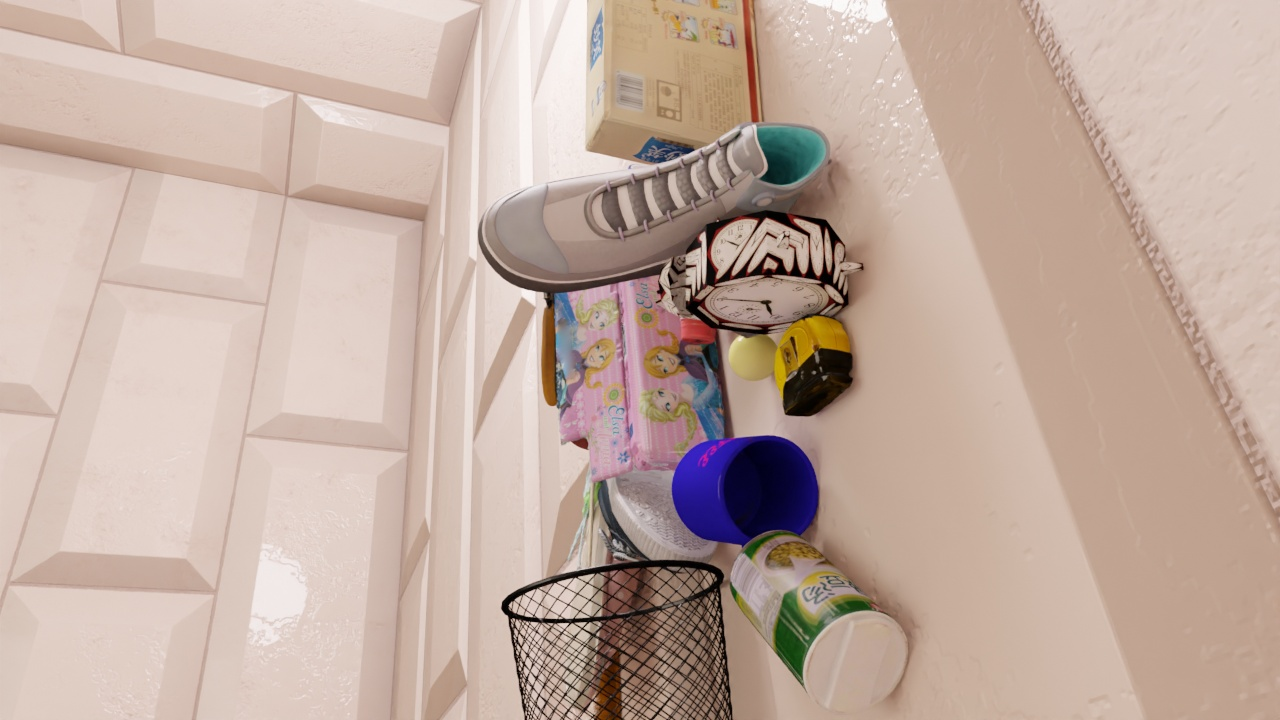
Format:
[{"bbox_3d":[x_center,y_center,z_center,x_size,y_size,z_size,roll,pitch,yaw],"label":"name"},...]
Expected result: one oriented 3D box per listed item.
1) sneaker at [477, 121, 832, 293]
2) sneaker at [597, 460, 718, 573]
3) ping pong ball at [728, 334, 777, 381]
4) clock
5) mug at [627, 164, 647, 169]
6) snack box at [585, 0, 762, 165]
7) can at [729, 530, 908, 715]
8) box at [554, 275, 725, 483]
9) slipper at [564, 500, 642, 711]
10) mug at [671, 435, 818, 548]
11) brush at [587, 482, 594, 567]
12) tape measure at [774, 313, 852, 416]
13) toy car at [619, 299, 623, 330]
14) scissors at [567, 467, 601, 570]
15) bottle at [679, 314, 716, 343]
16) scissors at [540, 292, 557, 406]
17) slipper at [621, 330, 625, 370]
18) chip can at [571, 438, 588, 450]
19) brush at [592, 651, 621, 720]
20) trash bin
[{"bbox_3d":[0.013,-0.124,0.690,0.161,0.256,0.093,144,113,-64],"label":"sneaker"},{"bbox_3d":[0.003,0.149,0.850,0.235,0.089,0.087,-125,48,-72],"label":"sneaker"},{"bbox_3d":[0.091,-0.003,0.737,0.040,0.040,0.040,-172,91,-70],"label":"ping pong ball"},{"bbox_3d":[0.078,-0.063,0.677,0.155,0.114,0.065,-21,61,48],"label":"clock"},{"bbox_3d":[0.017,-0.162,0.973,0.111,0.075,0.076,-61,-11,-67],"label":"mug"},{"bbox_3d":[0.029,-0.274,0.845,0.055,0.153,0.207,132,141,-59],"label":"snack box"},{"bbox_3d":[0.109,0.162,0.583,0.121,0.067,0.067,-140,60,-68],"label":"can"},{"bbox_3d":[-0.007,-0.001,0.849,0.062,0.161,0.230,72,-169,-58],"label":"box"},{"bbox_3d":[-0.034,0.232,0.964,0.114,0.054,0.273,116,166,-47],"label":"slipper"},{"bbox_3d":[0.082,0.111,0.681,0.111,0.079,0.084,69,158,-1],"label":"mug"},{"bbox_3d":[-0.048,0.106,0.934,0.033,0.012,0.217,103,169,-67],"label":"brush"},{"bbox_3d":[0.121,0.001,0.658,0.066,0.037,0.064,131,142,-56],"label":"tape measure"},{"bbox_3d":[-0.027,-0.086,0.973,0.054,0.153,0.056,-44,-4,-19],"label":"toy car"},{"bbox_3d":[-0.057,0.165,1.016,0.172,0.021,0.172,-90,19,-52],"label":"scissors"},{"bbox_3d":[0.058,-0.084,0.829,0.062,0.062,0.137,167,110,-69],"label":"bottle"},{"bbox_3d":[-0.094,-0.047,0.957,0.225,0.016,0.175,83,-169,-66],"label":"scissors"},{"bbox_3d":[-0.039,-0.057,1.051,0.082,0.093,0.197,109,158,-52],"label":"slipper"},{"bbox_3d":[-0.065,0.010,1.093,0.213,0.087,0.087,-111,35,-55],"label":"chip can"},{"bbox_3d":[-0.038,0.330,0.991,0.049,0.017,0.126,129,143,-55],"label":"brush"},{"bbox_3d":[-0.007,0.284,0.713,0.185,0.184,0.209,128,139,-54],"label":"trash bin"}]
